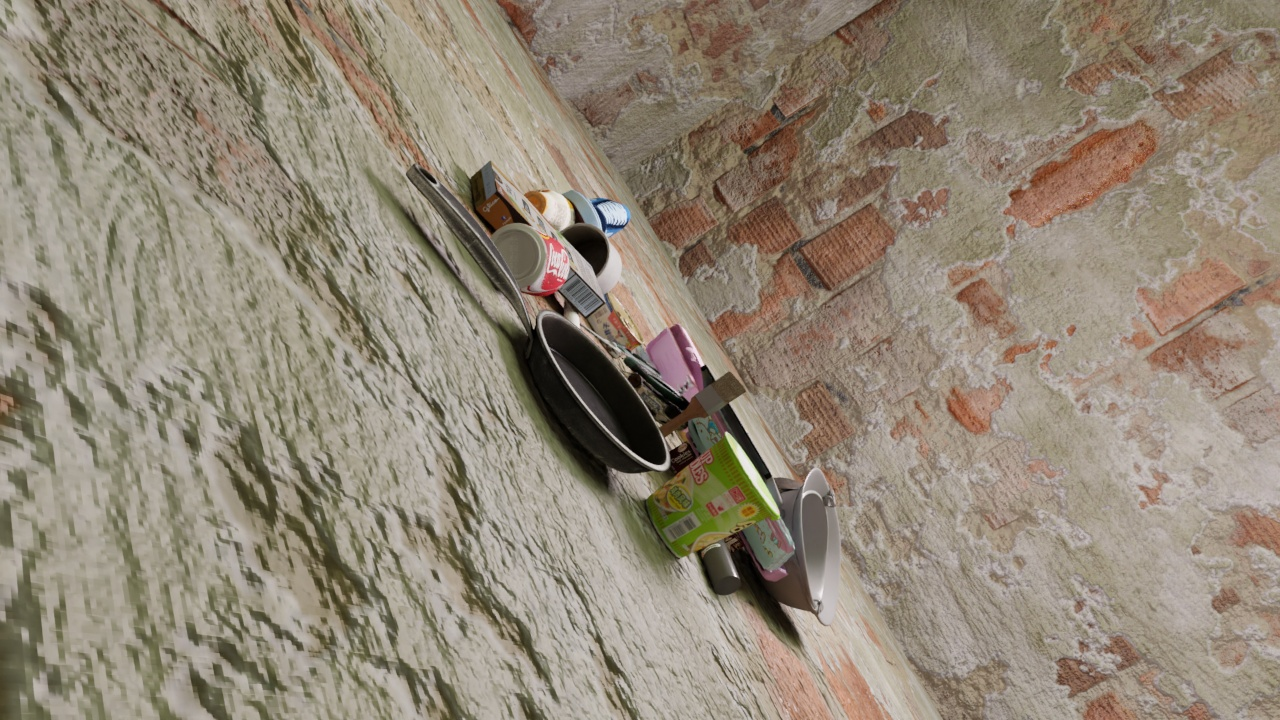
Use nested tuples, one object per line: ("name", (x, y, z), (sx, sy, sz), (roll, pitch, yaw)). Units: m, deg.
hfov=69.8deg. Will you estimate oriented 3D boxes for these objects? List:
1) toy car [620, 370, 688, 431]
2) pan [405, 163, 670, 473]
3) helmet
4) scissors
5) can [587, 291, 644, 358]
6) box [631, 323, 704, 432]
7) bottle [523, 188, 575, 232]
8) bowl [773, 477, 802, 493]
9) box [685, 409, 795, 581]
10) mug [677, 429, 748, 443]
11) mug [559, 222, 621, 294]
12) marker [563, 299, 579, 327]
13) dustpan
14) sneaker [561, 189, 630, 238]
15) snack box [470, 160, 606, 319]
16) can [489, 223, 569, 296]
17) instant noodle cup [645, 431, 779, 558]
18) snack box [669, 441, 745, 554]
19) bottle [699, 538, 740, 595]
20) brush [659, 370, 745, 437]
("toy car", (0.014, 0.054, 1.189), (0.113, 0.040, 0.048), (41, 6, 12))
("pan", (-0.089, -0.026, 0.819), (0.357, 0.055, 0.187), (46, 13, -24))
("helmet", (0.196, 0.253, 1.248), (0.271, 0.118, 0.182), (61, 35, -46))
("scissors", (-0.007, 0.007, 1.143), (0.209, 0.015, 0.146), (32, 11, -49))
("can", (-0.036, -0.048, 1.243), (0.086, 0.043, 0.086), (55, 9, -13))
("box", (0.034, 0.008, 1.345), (0.102, 0.087, 0.201), (36, 20, -35))
("bottle", (-0.125, -0.192, 1.192), (0.063, 0.063, 0.108), (58, 8, 7))
("bowl", (0.205, 0.240, 1.360), (0.121, 0.121, 0.056), (58, 28, 1))
("box", (0.118, 0.160, 1.115), (0.150, 0.049, 0.214), (86, -22, -63))
("mug", (0.093, 0.092, 1.385), (0.113, 0.083, 0.107), (-15, 71, -52))
("mug", (-0.071, -0.115, 1.200), (0.070, 0.084, 0.113), (39, 49, -71))
("marker", (-0.078, -0.043, 1.054), (0.020, 0.020, 0.141), (54, 9, -20))
("dustpan", (0.131, 0.126, 1.180), (0.163, 0.033, 0.258), (61, 1, 28))
("sneaker", (-0.062, -0.215, 1.338), (0.241, 0.098, 0.083), (-160, -135, -82))
("snack box", (-0.118, -0.139, 1.063), (0.186, 0.032, 0.101), (45, 12, -31))
("can", (-0.111, -0.099, 0.917), (0.064, 0.064, 0.104), (58, 8, 6))
("instant noodle cup", (0.068, 0.140, 0.918), (0.099, 0.108, 0.098), (56, 8, -13))
("snack box", (0.080, 0.171, 1.139), (0.051, 0.032, 0.140), (48, 13, -49))
("bottle", (0.079, 0.206, 1.012), (0.030, 0.030, 0.113), (52, 10, -35))
("brush", (0.040, 0.061, 0.928), (0.008, 0.143, 0.045), (55, 0, -25))
